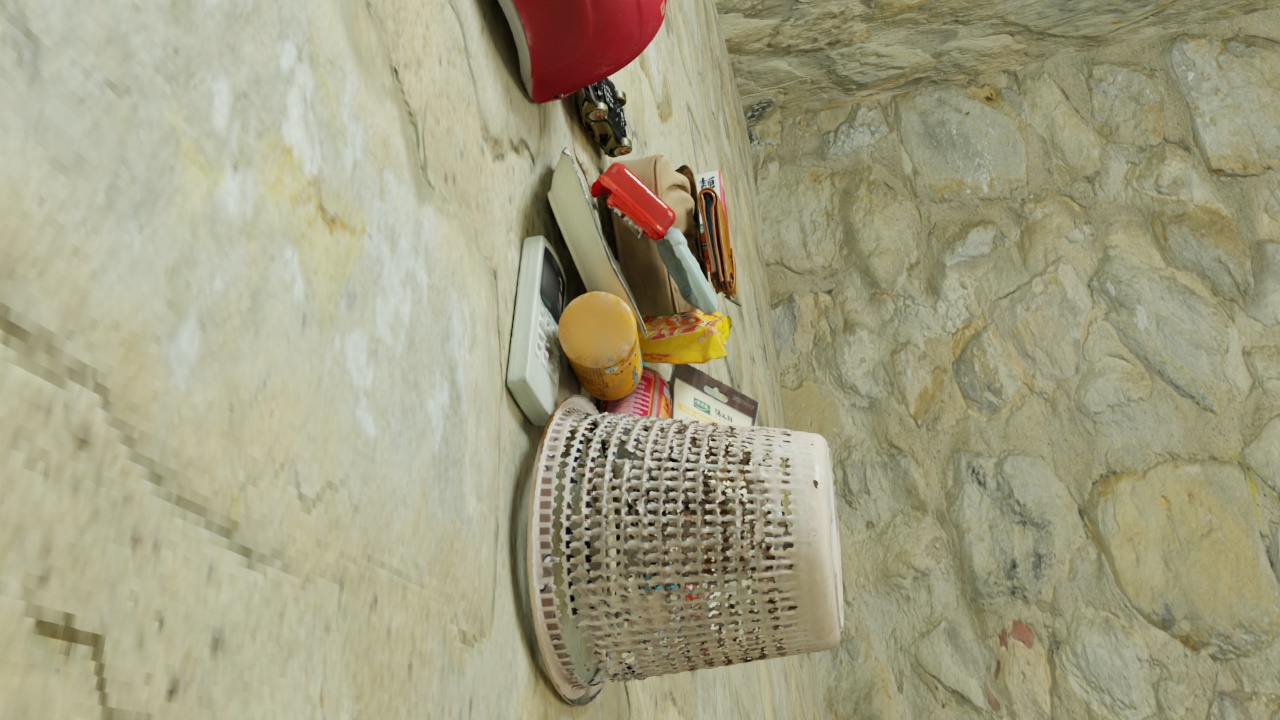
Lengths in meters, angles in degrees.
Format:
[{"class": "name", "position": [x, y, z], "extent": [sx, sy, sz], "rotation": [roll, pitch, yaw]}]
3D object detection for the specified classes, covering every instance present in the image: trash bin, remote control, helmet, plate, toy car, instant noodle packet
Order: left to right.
[{"class": "remote control", "position": [-0.075, -0.025, 0.689], "extent": [0.058, 0.021, 0.149], "rotation": [65, 20, -50]}, {"class": "helmet", "position": [-0.048, -0.350, 0.790], "extent": [0.239, 0.144, 0.207], "rotation": [-86, 159, -49]}, {"class": "plate", "position": [-0.042, -0.098, 0.786], "extent": [0.164, 0.034, 0.164], "rotation": [-110, 177, -73]}, {"class": "toy car", "position": [-0.043, -0.269, 0.965], "extent": [0.158, 0.042, 0.070], "rotation": [43, 39, -71]}, {"class": "instant noodle packet", "position": [0.021, -0.022, 0.859], "extent": [0.110, 0.128, 0.044], "rotation": [-52, 140, -73]}, {"class": "trash bin", "position": [0.045, 0.132, 0.668], "extent": [0.227, 0.192, 0.227], "rotation": [-4, 89, -77]}]

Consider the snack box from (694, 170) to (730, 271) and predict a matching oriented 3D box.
[{"class": "snack box", "position": [0.052, -0.169, 1.142], "extent": [0.044, 0.113, 0.127], "rotation": [68, 17, -56]}]

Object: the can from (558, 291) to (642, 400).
[{"class": "can", "position": [-0.029, -0.008, 0.734], "extent": [0.146, 0.058, 0.058], "rotation": [80, 3, -77]}]

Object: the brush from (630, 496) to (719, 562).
[{"class": "brush", "position": [0.038, 0.167, 0.913], "extent": [0.145, 0.063, 0.073], "rotation": [21, 50, -63]}]

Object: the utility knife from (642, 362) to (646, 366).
[{"class": "utility knife", "position": [-0.006, 0.006, 0.944], "extent": [0.029, 0.013, 0.178], "rotation": [6, 59, -34]}]

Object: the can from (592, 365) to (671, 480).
[{"class": "can", "position": [-0.006, 0.054, 0.826], "extent": [0.093, 0.066, 0.066], "rotation": [-82, 158, -53]}]

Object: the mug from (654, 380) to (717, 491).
[{"class": "mug", "position": [0.029, 0.077, 0.971], "extent": [0.124, 0.084, 0.103], "rotation": [30, 46, -38]}]

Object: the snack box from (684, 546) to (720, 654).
[{"class": "snack box", "position": [0.077, 0.276, 1.091], "extent": [0.155, 0.027, 0.077], "rotation": [-52, 138, -74]}]

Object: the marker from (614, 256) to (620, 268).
[{"class": "marker", "position": [-0.023, -0.038, 0.938], "extent": [0.017, 0.017, 0.145], "rotation": [46, 37, -68]}]

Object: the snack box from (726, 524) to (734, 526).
[{"class": "snack box", "position": [0.068, 0.132, 1.066], "extent": [0.094, 0.077, 0.093], "rotation": [-83, 160, -50]}]

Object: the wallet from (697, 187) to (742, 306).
[{"class": "wallet", "position": [0.087, -0.121, 1.029], "extent": [0.130, 0.035, 0.119], "rotation": [22, 56, -80]}]

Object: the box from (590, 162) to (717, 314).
[{"class": "box", "position": [0.016, -0.115, 0.856], "extent": [0.160, 0.050, 0.201], "rotation": [50, 3, -8]}]

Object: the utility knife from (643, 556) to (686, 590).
[{"class": "utility knife", "position": [0.029, 0.226, 0.964], "extent": [0.208, 0.018, 0.034], "rotation": [47, 35, -70]}]

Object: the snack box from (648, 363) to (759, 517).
[{"class": "snack box", "position": [0.061, 0.080, 0.898], "extent": [0.113, 0.053, 0.125], "rotation": [28, 43, -25]}]

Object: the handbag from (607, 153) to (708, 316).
[{"class": "handbag", "position": [0.026, -0.128, 1.031], "extent": [0.147, 0.100, 0.204], "rotation": [-51, 135, -68]}]
